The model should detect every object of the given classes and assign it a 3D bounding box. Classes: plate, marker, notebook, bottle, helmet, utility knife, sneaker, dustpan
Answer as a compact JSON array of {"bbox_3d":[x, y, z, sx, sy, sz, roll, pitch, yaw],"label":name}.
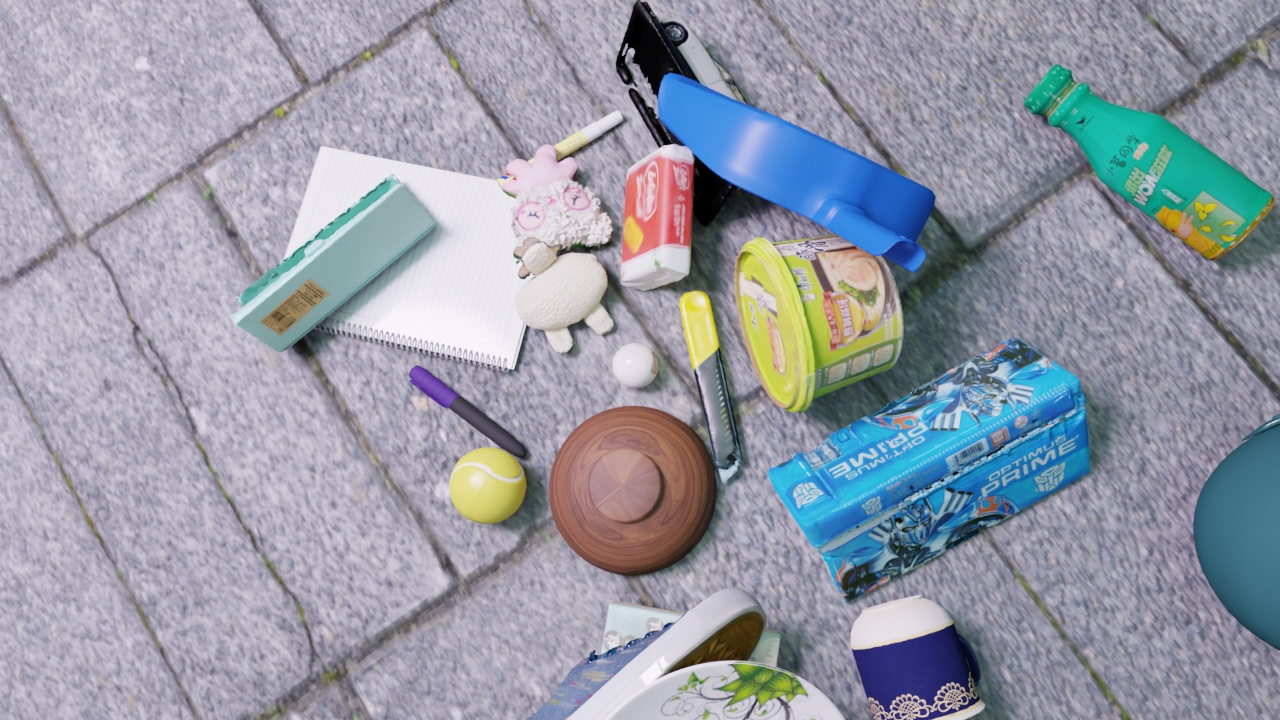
[{"bbox_3d":[0.053,0.326,0.680,0.229,0.030,0.229,-2,98,-11],"label":"plate"},{"bbox_3d":[-0.075,-0.197,0.863,0.132,0.014,0.014,-32,78,-5],"label":"marker"},{"bbox_3d":[-0.214,-0.098,0.863,0.246,0.013,0.177,12,80,8],"label":"notebook"},{"bbox_3d":[0.425,-0.175,0.782,0.209,0.068,0.068,42,86,11],"label":"bottle"},{"bbox_3d":[-0.157,0.048,0.828,0.134,0.015,0.018,36,112,11],"label":"marker"},{"bbox_3d":[0.543,0.107,0.648,0.275,0.200,0.176,-24,93,17],"label":"helmet"},{"bbox_3d":[0.063,0.022,0.808,0.029,0.020,0.172,-11,77,5],"label":"utility knife"},{"bbox_3d":[-0.012,0.246,0.702,0.235,0.087,0.079,-39,44,-5],"label":"sneaker"},{"bbox_3d":[0.147,-0.130,0.684,0.245,0.257,0.059,19,105,-20],"label":"dustpan"}]

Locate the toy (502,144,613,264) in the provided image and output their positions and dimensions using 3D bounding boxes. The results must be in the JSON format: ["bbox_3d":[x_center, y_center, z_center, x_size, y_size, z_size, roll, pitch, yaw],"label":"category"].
[{"bbox_3d":[-0.082,-0.144,0.835,0.095,0.041,0.109,-21,84,-13],"label":"toy"}]

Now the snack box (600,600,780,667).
[{"bbox_3d":[0.030,0.305,0.744,0.141,0.044,0.193,8,81,9],"label":"snack box"}]

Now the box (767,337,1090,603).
[{"bbox_3d":[0.245,0.095,0.766,0.243,0.094,0.115,-28,118,0],"label":"box"}]

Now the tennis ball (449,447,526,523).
[{"bbox_3d":[-0.131,0.107,0.788,0.065,0.065,0.065,-1,79,6],"label":"tennis ball"}]

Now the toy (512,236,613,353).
[{"bbox_3d":[-0.072,-0.063,0.819,0.087,0.050,0.112,-33,104,0],"label":"toy"}]

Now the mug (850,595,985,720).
[{"bbox_3d":[0.222,0.234,0.726,0.111,0.086,0.089,-6,73,-32],"label":"mug"}]

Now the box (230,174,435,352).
[{"bbox_3d":[-0.280,-0.097,0.816,0.188,0.093,0.077,-40,77,-5],"label":"box"}]

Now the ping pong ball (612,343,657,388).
[{"bbox_3d":[-0.005,0.005,0.807,0.040,0.040,0.040,-1,79,6],"label":"ping pong ball"}]

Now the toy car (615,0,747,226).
[{"bbox_3d":[0.054,-0.229,0.834,0.071,0.094,0.191,-22,75,-25],"label":"toy car"}]

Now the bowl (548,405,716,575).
[{"bbox_3d":[-0.010,0.107,0.773,0.147,0.069,0.147,-1,79,6],"label":"bowl"}]

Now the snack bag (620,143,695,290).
[{"bbox_3d":[0.015,-0.125,0.812,0.036,0.077,0.115,9,78,-29],"label":"snack bag"}]

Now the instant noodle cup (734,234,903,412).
[{"bbox_3d":[0.145,-0.038,0.752,0.098,0.146,0.146,-15,78,-8],"label":"instant noodle cup"}]
